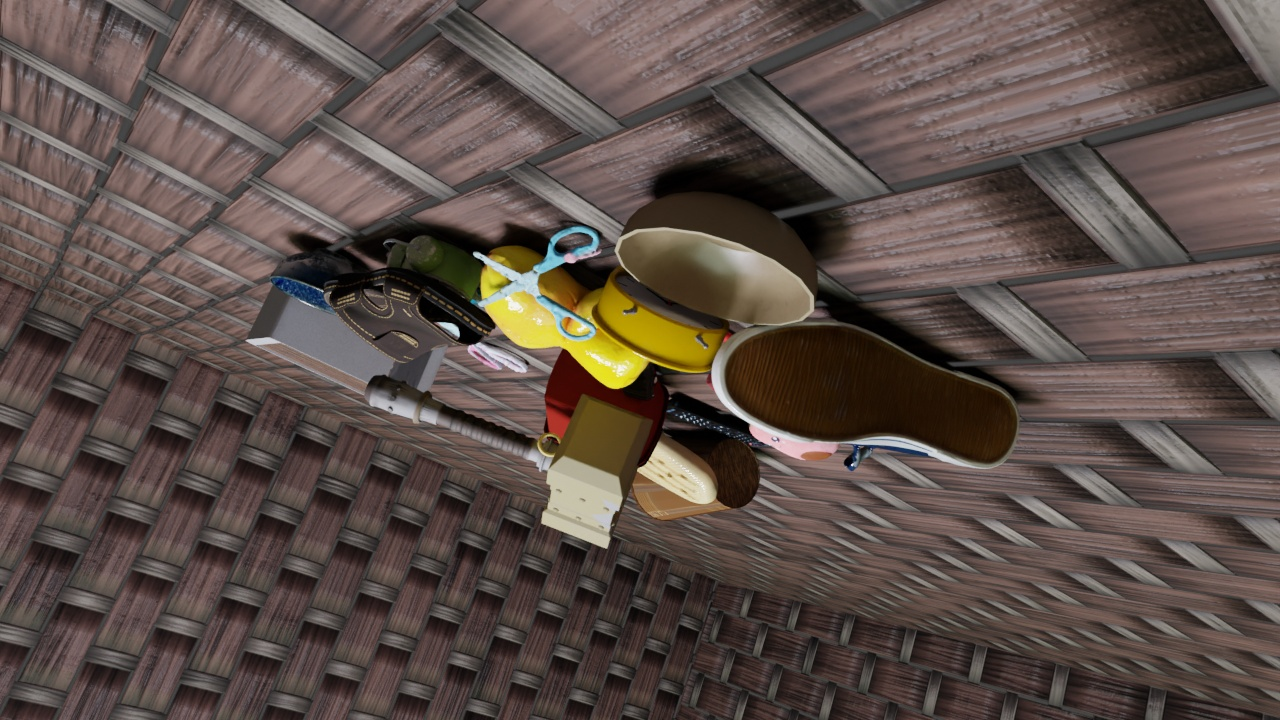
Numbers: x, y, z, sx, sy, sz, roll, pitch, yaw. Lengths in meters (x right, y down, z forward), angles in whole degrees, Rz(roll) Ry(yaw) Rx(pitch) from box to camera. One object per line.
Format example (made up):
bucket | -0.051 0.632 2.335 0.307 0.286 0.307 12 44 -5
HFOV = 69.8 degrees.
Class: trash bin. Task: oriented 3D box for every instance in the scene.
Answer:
trash bin | -0.399 -0.031 1.269 0.228 0.114 0.115 31 161 -34

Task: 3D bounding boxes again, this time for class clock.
clock | -0.217 -0.097 0.972 0.119 0.042 0.095 30 160 -35
clock | 0.019 -0.041 0.784 0.113 0.052 0.151 23 -159 -6

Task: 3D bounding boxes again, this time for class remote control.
remote control | 0.103 0.081 1.223 0.150 0.022 0.047 22 164 -15

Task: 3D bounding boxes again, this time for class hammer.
hammer | -0.165 0.089 1.064 0.325 0.100 0.191 21 148 4

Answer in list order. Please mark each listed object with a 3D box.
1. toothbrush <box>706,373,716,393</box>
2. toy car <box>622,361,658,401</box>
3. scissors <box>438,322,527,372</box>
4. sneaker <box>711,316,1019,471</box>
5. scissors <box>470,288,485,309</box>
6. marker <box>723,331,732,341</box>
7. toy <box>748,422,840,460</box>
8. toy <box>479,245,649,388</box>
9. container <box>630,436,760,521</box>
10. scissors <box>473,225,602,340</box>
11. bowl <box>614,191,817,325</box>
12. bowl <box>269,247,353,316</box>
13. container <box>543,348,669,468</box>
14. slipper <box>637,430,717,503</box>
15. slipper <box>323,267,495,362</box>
toothbrush | 0.129 0.060 1.131 0.016 0.016 0.190 3 157 34
toy car | -0.006 0.006 1.023 0.040 0.037 0.092 14 131 24
scissors | -0.223 -0.025 1.276 0.103 0.016 0.179 11 159 31
sneaker | 0.181 0.037 0.813 0.294 0.120 0.127 13 177 -23
scissors | -0.204 -0.077 1.063 0.127 0.019 0.142 19 172 -20
marker | 0.067 -0.034 0.899 0.142 0.012 0.013 30 161 -31
toy | 0.181 0.085 1.086 0.110 0.051 0.090 21 163 -1
toy | -0.072 -0.040 0.905 0.194 0.087 0.135 25 168 -11
container | 0.085 0.172 1.370 0.132 0.132 0.168 28 156 -28
scissors | -0.081 -0.064 0.825 0.135 0.015 0.133 -21 118 25
bowl | 0.061 -0.081 0.678 0.152 0.050 0.152 18 165 5
bowl | -0.387 -0.102 1.124 0.114 0.060 0.114 19 166 5
container | -0.041 0.063 1.164 0.148 0.126 0.201 16 157 11
slipper | 0.013 0.105 1.294 0.261 0.079 0.111 31 150 26
slipper | -0.259 -0.044 0.977 0.268 0.075 0.113 7 160 42
